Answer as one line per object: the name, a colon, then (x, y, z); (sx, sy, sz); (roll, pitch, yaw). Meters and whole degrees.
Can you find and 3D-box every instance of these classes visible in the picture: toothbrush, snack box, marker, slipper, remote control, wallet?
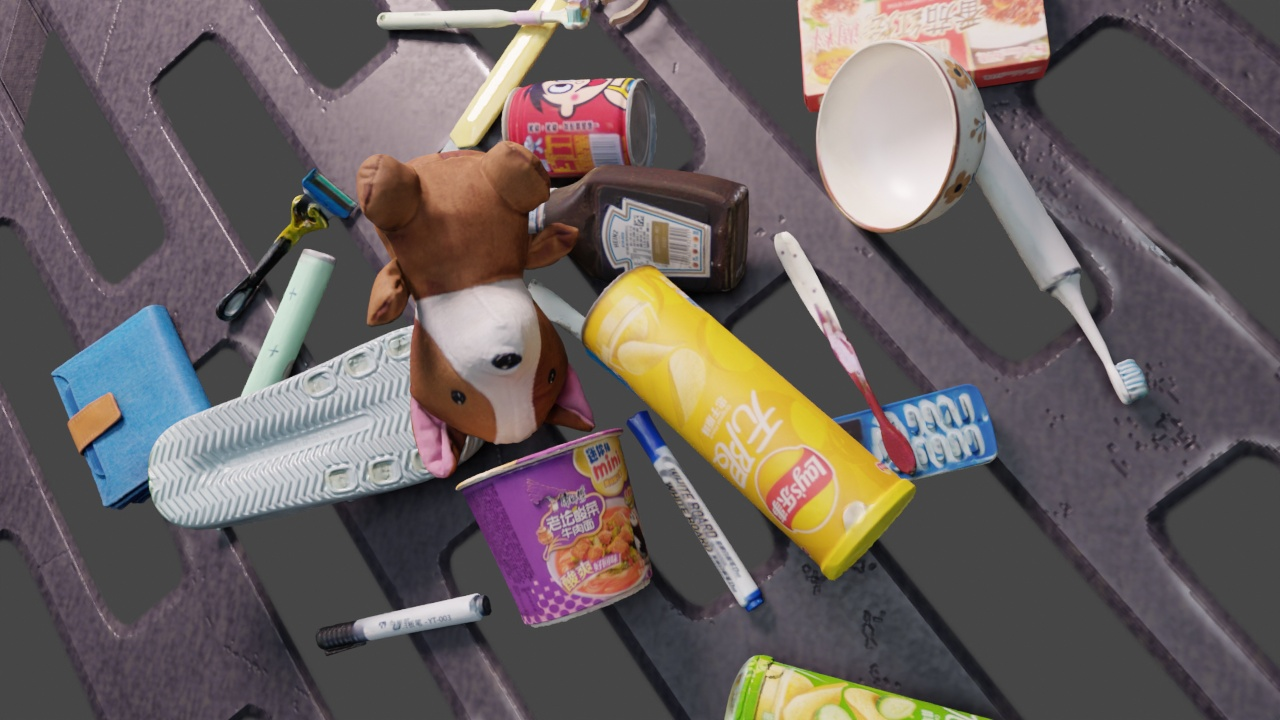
toothbrush: (-0.285, 0.021, 0.694); (0.027, 0.026, 0.224); (22, 85, -3)
snack box: (0.184, -0.214, 0.606); (0.153, 0.025, 0.075); (-5, 78, 15)
marker: (-0.164, 0.183, 0.633); (0.131, 0.018, 0.022); (-14, 96, 13)
toothbrush: (0.243, -0.073, 0.560); (0.026, 0.026, 0.221); (-29, 72, 19)
toothbrush: (-0.125, -0.262, 0.699); (0.190, 0.020, 0.029); (7, 81, 25)
slipper: (-0.212, 0.053, 0.640); (0.245, 0.074, 0.104); (-19, 82, -6)
remote control: (0.151, 0.053, 0.564); (0.125, 0.024, 0.049); (-16, 75, 17)
wallet: (-0.394, 0.035, 0.719); (0.106, 0.040, 0.133); (-34, 72, 3)
toothbrush: (0.126, -0.009, 0.573); (0.016, 0.017, 0.187); (-31, 59, 14)
marker: (0.034, 0.096, 0.593); (0.017, 0.017, 0.145); (-35, 72, 7)

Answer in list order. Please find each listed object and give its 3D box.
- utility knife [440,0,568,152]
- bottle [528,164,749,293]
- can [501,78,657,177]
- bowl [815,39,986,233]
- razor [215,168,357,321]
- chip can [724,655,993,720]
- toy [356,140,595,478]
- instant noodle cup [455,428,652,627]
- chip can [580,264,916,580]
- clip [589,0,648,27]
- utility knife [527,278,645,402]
utility knife: (-0.110, -0.207, 0.692); (0.031, 0.020, 0.194); (32, 83, 24)
bottle: (-0.026, -0.093, 0.620); (0.195, 0.043, 0.080); (9, 123, 18)
can: (-0.042, -0.161, 0.639); (0.094, 0.066, 0.066); (3, 80, 17)
bowl: (0.168, -0.138, 0.567); (0.062, 0.114, 0.113); (-11, 71, -32)
razor: (-0.283, -0.085, 0.719); (0.042, 0.022, 0.143); (40, 97, -25)
chip can: (0.155, 0.223, 0.504); (0.221, 0.072, 0.072); (10, 82, 17)
toy: (-0.098, -0.032, 0.570); (0.140, 0.130, 0.200); (-11, 105, -16)
instant noodle cup: (-0.046, 0.105, 0.572); (0.112, 0.111, 0.099); (-23, 83, 11)
chip can: (0.059, 0.032, 0.552); (0.213, 0.072, 0.072); (42, 92, 22)
clip: (-0.006, -0.301, 0.674); (0.081, 0.034, 0.104); (34, 85, 19)
utility knife: (-0.004, 0.004, 0.621); (0.207, 0.018, 0.034); (37, 79, 20)
